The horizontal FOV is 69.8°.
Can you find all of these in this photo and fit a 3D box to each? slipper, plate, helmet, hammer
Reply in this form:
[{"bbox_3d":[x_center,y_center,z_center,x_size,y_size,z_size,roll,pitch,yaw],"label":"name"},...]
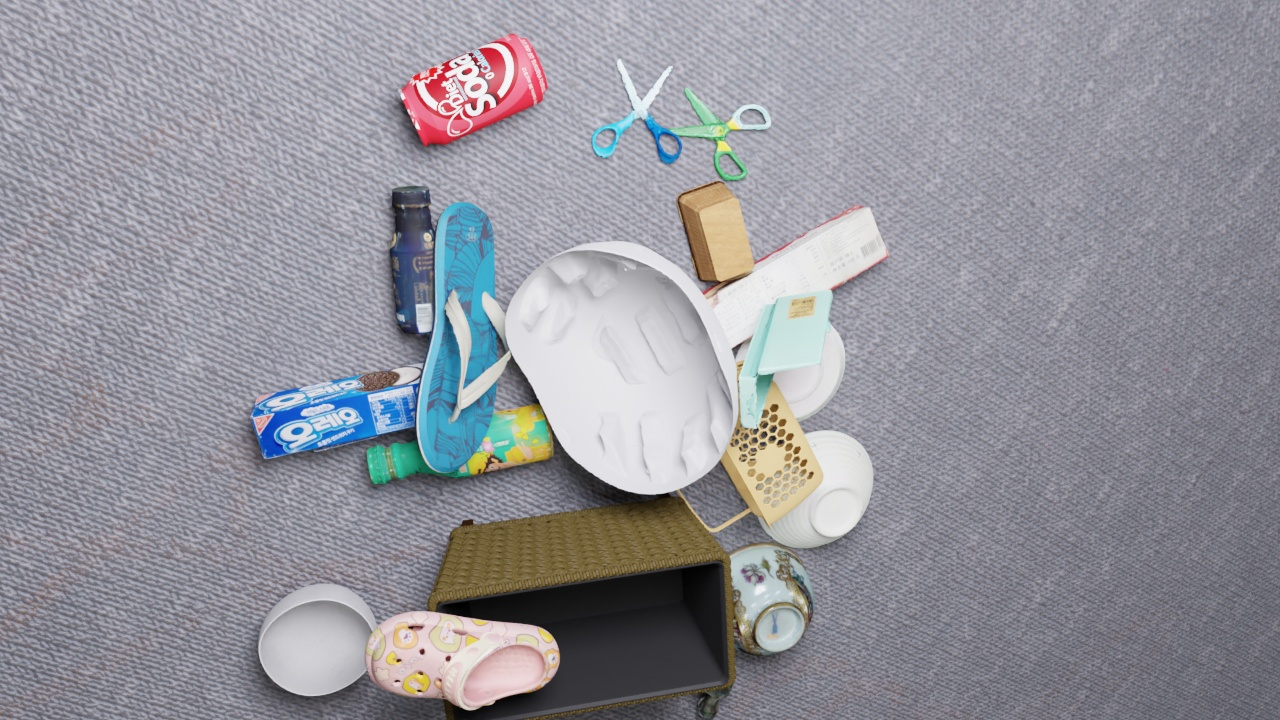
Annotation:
[{"bbox_3d":[-0.177,0.313,0.922,0.197,0.081,0.093,7,108,-14],"label":"slipper"},{"bbox_3d":[0.195,0.013,1.188,0.157,0.014,0.157,-5,110,-14],"label":"plate"},{"bbox_3d":[-0.182,-0.024,0.998,0.118,0.060,0.295,1,92,-61],"label":"slipper"},{"bbox_3d":[-0.006,0.006,1.006,0.225,0.183,0.282,-40,73,32],"label":"helmet"},{"bbox_3d":[-0.029,0.418,1.242,0.333,0.033,0.133,11,120,-16],"label":"hammer"}]

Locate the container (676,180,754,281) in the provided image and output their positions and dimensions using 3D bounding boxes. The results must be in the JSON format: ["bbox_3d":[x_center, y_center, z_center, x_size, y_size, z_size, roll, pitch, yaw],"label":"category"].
[{"bbox_3d":[0.092,-0.147,1.079,0.063,0.061,0.114,-21,112,-9],"label":"container"}]

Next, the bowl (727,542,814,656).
[{"bbox_3d":[0.171,0.339,1.246,0.159,0.094,0.160,-5,109,-14],"label":"bowl"}]

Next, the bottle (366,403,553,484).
[{"bbox_3d":[-0.210,0.103,1.073,0.209,0.068,0.068,-11,110,-12],"label":"bottle"}]

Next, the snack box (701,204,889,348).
[{"bbox_3d":[0.171,-0.094,1.131,0.273,0.044,0.077,-31,112,-3],"label":"snack box"}]

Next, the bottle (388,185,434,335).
[{"bbox_3d":[-0.243,-0.109,1.000,0.056,0.056,0.161,-6,109,-14],"label":"bottle"}]

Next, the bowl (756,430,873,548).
[{"bbox_3d":[0.248,0.188,1.231,0.177,0.071,0.177,-5,109,-15],"label":"bowl"}]

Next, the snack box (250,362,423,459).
[{"bbox_3d":[-0.313,0.052,1.034,0.226,0.059,0.059,-13,115,-11],"label":"snack box"}]

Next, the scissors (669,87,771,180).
[{"bbox_3d":[0.096,-0.272,1.065,0.121,0.012,0.128,-40,113,3],"label":"scissors"}]

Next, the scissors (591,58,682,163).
[{"bbox_3d":[0.005,-0.274,1.039,0.129,0.014,0.127,31,96,-18],"label":"scissors"}]

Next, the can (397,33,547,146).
[{"bbox_3d":[-0.173,-0.280,0.953,0.142,0.074,0.074,-26,113,-6],"label":"can"}]

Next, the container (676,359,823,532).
[{"bbox_3d":[0.114,0.114,1.135,0.167,0.129,0.183,-30,113,-1],"label":"container"}]

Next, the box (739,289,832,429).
[{"bbox_3d":[0.165,-0.006,1.026,0.110,0.186,0.078,-15,113,21],"label":"box"}]

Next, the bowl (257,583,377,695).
[{"bbox_3d":[-0.384,0.327,1.100,0.131,0.064,0.132,-5,109,-14],"label":"bowl"}]

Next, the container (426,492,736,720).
[{"bbox_3d":[-0.072,0.275,1.080,0.321,0.205,0.176,-7,109,-7],"label":"container"}]
